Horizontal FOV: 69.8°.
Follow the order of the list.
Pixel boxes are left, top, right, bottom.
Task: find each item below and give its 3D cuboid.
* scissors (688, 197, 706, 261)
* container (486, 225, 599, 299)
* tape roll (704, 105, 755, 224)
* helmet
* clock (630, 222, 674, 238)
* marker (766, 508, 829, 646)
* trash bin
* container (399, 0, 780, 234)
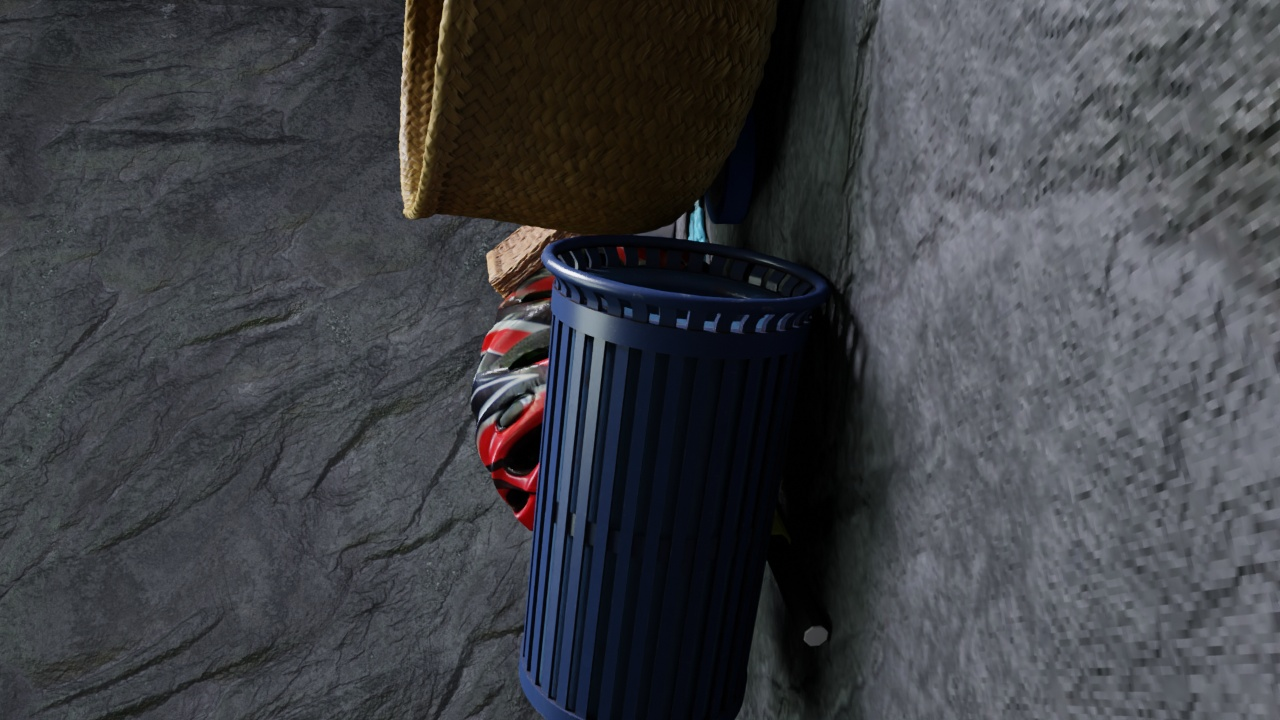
[{"bbox_3d":[0.048,-0.126,0.762,0.056,0.015,0.136,179,96,-81],"label":"scissors"},{"bbox_3d":[-0.065,-0.081,0.859,0.113,0.114,0.198,51,-179,-18],"label":"container"},{"bbox_3d":[0.059,-0.141,0.627,0.091,0.016,0.092,97,169,-49],"label":"tape roll"},{"bbox_3d":[-0.030,0.021,0.661,0.216,0.167,0.273,-58,-12,-27],"label":"helmet"},{"bbox_3d":[0.004,-0.136,0.931,0.089,0.052,0.125,-124,34,-76],"label":"clock"},{"bbox_3d":[0.078,0.109,0.509,0.123,0.017,0.021,-108,18,-63],"label":"marker"},{"bbox_3d":[0.008,0.071,0.483,0.139,0.139,0.250,-111,26,-70],"label":"trash bin"},{"bbox_3d":[-0.043,-0.225,0.584,0.307,0.196,0.307,-175,91,-71],"label":"container"}]
